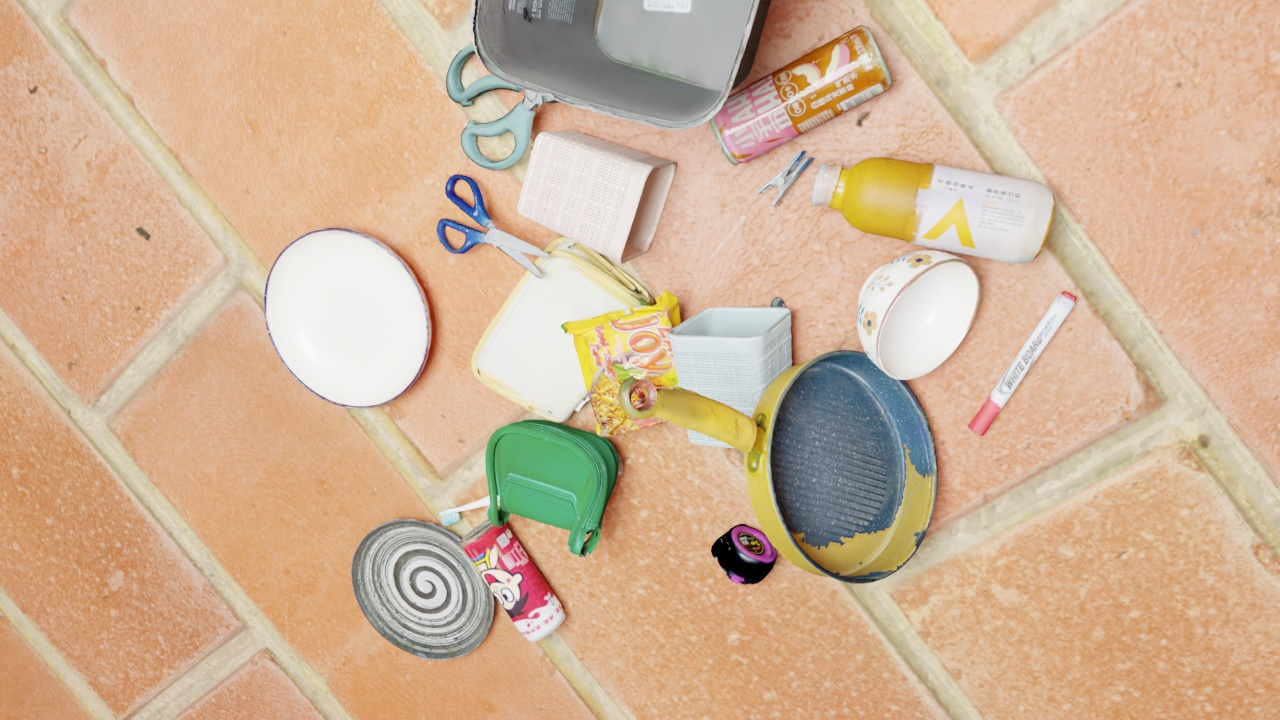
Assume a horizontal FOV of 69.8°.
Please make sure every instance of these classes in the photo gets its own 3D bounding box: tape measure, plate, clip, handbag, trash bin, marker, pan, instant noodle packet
[{"bbox_3d":[0.103,0.193,0.907,0.058,0.057,0.039,37,118,18],"label":"tape measure"},{"bbox_3d":[-0.245,0.259,1.045,0.179,0.024,0.179,4,107,15],"label":"plate"},{"bbox_3d":[0.129,-0.162,0.811,0.032,0.025,0.057,44,119,6],"label":"clip"},{"bbox_3d":[-0.091,0.122,0.907,0.131,0.068,0.120,12,96,21],"label":"handbag"},{"bbox_3d":[-0.300,-0.045,0.960,0.192,0.039,0.192,5,108,15],"label":"plate"},{"bbox_3d":[0.010,-0.295,0.699,0.199,0.219,0.199,19,111,9],"label":"trash bin"},{"bbox_3d":[0.334,0.004,0.805,0.017,0.017,0.145,29,112,6],"label":"marker"},{"bbox_3d":[0.118,0.069,0.739,0.078,0.357,0.197,-16,63,57],"label":"pan"},{"bbox_3d":[-0.054,-0.015,0.896,0.178,0.063,0.164,34,113,-12],"label":"handbag"},{"bbox_3d":[-0.005,0.005,0.854,0.111,0.044,0.128,-15,118,1],"label":"instant noodle packet"}]

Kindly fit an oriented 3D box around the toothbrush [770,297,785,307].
[{"bbox_3d":[0.139,0.029,0.870,0.016,0.018,0.181,-3,104,24],"label":"toothbrush"}]

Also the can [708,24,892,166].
[{"bbox_3d":[0.133,-0.221,0.772,0.147,0.057,0.058,-24,98,21],"label":"can"}]

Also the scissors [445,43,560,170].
[{"bbox_3d":[-0.118,-0.249,0.824,0.180,0.019,0.143,-16,97,46],"label":"scissors"}]

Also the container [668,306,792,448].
[{"bbox_3d":[0.087,0.017,0.835,0.090,0.089,0.111,3,110,31],"label":"container"}]

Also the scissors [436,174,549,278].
[{"bbox_3d":[-0.145,-0.111,0.869,0.133,0.012,0.172,-46,63,36],"label":"scissors"}]

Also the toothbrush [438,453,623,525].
[{"bbox_3d":[-0.121,0.137,0.971,0.225,0.026,0.027,-18,81,20],"label":"toothbrush"}]

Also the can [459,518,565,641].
[{"bbox_3d":[-0.137,0.235,0.990,0.053,0.053,0.133,-31,96,22],"label":"can"}]

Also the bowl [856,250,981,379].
[{"bbox_3d":[0.228,-0.046,0.786,0.062,0.113,0.114,46,122,48],"label":"bowl"}]

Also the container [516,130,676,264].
[{"bbox_3d":[-0.041,-0.153,0.829,0.111,0.090,0.090,23,111,12],"label":"container"}]

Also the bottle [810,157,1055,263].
[{"bbox_3d":[0.239,-0.130,0.764,0.190,0.067,0.068,13,109,12],"label":"bottle"}]
